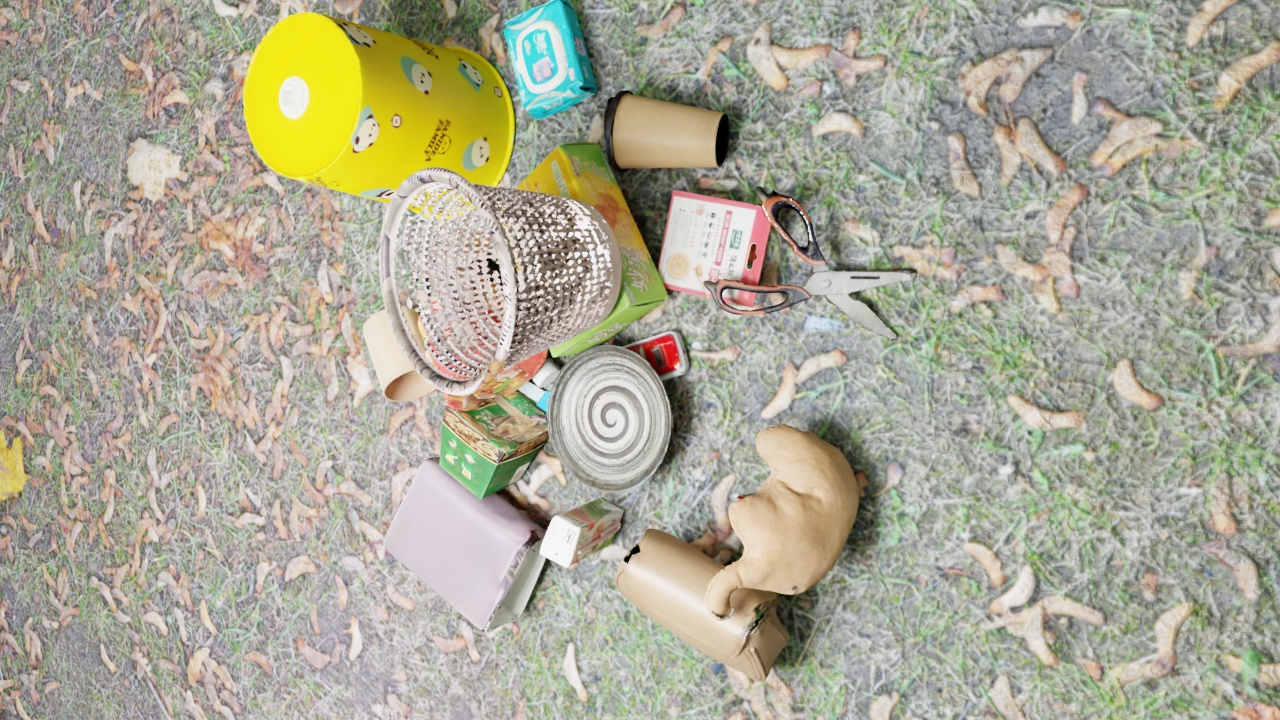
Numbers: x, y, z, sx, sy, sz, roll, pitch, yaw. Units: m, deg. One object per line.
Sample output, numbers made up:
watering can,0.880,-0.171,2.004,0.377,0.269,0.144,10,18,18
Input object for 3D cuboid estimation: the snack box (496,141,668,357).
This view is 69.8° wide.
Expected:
snack box,-0.076,-0.129,1.094,0.158,0.069,0.210,-32,78,44

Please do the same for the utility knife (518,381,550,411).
utility knife,-0.089,0.070,1.166,0.187,0.018,0.034,30,106,24

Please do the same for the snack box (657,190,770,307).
snack box,0.090,-0.127,1.048,0.127,0.044,0.113,16,100,26

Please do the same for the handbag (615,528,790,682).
handbag,0.070,0.268,1.034,0.204,0.148,0.099,26,67,22

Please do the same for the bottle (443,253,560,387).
bottle,-0.175,-0.048,1.188,0.080,0.044,0.195,-45,74,20

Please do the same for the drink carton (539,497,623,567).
drink carton,-0.067,0.206,1.105,0.045,0.122,0.053,25,102,22

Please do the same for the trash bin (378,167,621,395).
trash bin,-0.135,-0.092,0.972,0.228,0.191,0.228,14,110,42

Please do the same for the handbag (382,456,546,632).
handbag,-0.222,0.234,1.199,0.197,0.098,0.145,32,108,23

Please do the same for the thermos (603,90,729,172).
thermos,0.026,-0.259,1.052,0.143,0.093,0.093,9,97,18

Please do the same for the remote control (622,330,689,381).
remote control,-0.007,0.007,1.119,0.136,0.020,0.056,-17,86,26

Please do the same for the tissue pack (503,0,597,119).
tissue pack,-0.113,-0.373,1.132,0.093,0.050,0.133,-17,85,27

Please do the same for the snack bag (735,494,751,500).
snack bag,0.136,0.203,1.055,0.045,0.026,0.105,-6,91,18

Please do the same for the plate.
plate,-0.036,0.070,1.110,0.180,0.024,0.179,1,93,30

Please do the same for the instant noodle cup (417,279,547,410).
instant noodle cup,-0.196,-0.024,1.106,0.138,0.137,0.108,-43,67,22

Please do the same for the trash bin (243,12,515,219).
trash bin,-0.320,-0.298,1.128,0.230,0.254,0.229,2,94,26

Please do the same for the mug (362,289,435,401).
mug,-0.306,-0.021,1.224,0.125,0.084,0.103,-39,64,28

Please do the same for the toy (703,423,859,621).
toy,0.151,0.179,0.962,0.143,0.083,0.225,31,67,-9

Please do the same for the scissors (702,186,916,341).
scissors,0.179,-0.089,0.988,0.189,0.015,0.226,-37,90,11

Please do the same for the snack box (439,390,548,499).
snack box,-0.190,0.108,1.176,0.117,0.118,0.106,34,120,22
